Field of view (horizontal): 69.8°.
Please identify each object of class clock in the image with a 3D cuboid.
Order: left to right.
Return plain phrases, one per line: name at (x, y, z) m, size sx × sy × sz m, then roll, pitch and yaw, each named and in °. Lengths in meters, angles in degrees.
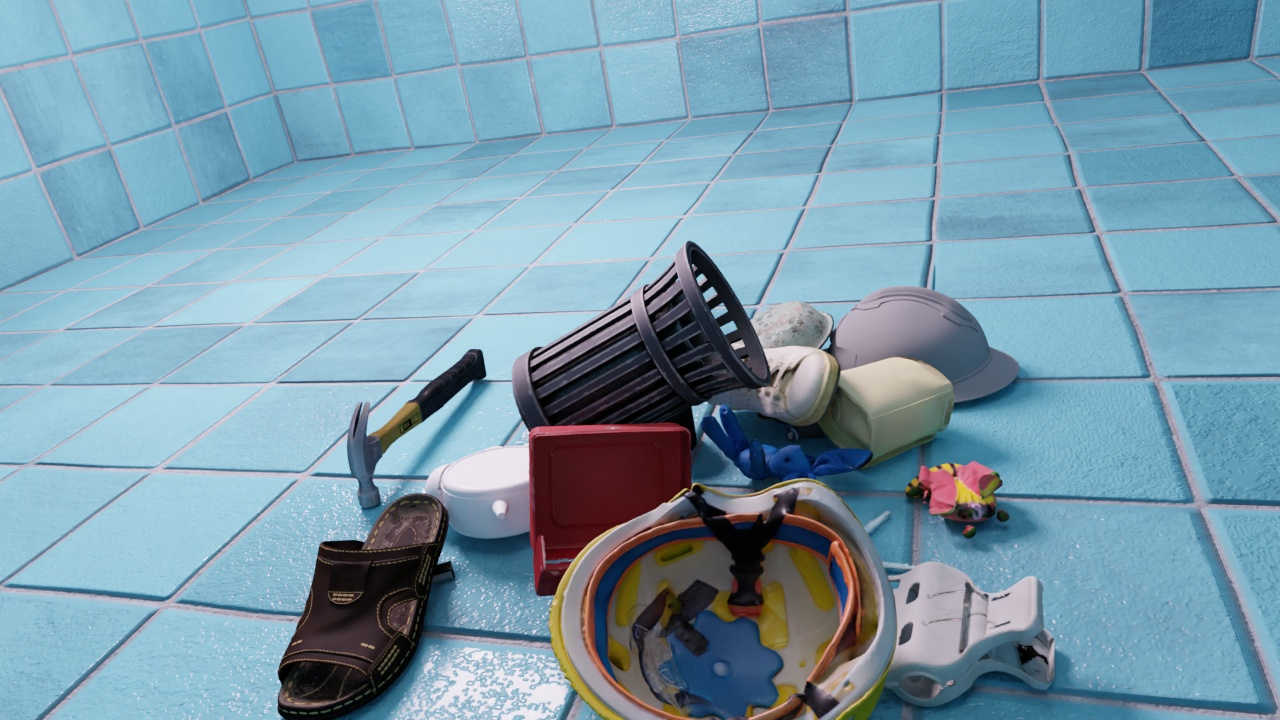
clock at (-0.149, 0.147, 0.991) m, size 0.125 × 0.073 × 0.161 m, roll -20°, pitch 20°, yaw -39°

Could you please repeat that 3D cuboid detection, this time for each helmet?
helmet at (0.065, 0.209, 0.676) m, size 0.240 × 0.140 × 0.208 m, roll -9°, pitch 44°, yaw 5°
helmet at (0.320, -0.036, 1.130) m, size 0.272 × 0.118 × 0.182 m, roll 4°, pitch 28°, yaw 32°

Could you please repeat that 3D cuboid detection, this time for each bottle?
bottle at (0.212, 0.065, 1.054) m, size 0.109 × 0.036 × 0.036 m, roll -24°, pitch 28°, yaw -27°

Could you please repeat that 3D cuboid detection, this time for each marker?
marker at (-0.255, 0.229, 0.911) m, size 0.140 × 0.016 × 0.016 m, roll -15°, pitch 25°, yaw -11°

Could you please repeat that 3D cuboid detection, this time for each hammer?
hammer at (-0.283, 0.058, 1.197) m, size 0.025 × 0.118 × 0.332 m, roll 0°, pitch 21°, yaw 17°

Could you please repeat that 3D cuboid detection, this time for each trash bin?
trash bin at (-0.006, 0.005, 0.951) m, size 0.228 × 0.164 × 0.164 m, roll -29°, pitch 20°, yaw 18°

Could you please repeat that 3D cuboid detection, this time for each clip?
clip at (0.243, 0.210, 0.716) m, size 0.143 × 0.073 × 0.124 m, roll -6°, pitch 27°, yaw 26°

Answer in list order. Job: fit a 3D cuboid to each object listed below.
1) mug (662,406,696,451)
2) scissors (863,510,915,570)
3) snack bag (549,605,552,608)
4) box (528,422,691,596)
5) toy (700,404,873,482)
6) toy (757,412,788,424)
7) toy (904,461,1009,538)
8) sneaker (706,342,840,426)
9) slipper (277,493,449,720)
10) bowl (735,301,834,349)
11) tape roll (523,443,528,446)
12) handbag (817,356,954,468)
mug at (0.019, 0.054, 1.091) m, size 0.078 × 0.088 × 0.113 m, roll -12°, pitch 25°, yaw -3°
scissors at (0.179, 0.184, 0.848) m, size 0.172 × 0.022 × 0.173 m, roll 3°, pitch 23°, yaw 32°
snack bag at (-0.052, 0.206, 0.876) m, size 0.026 × 0.020 × 0.099 m, roll 7°, pitch 30°, yaw 29°
box at (-0.025, 0.127, 0.843) m, size 0.157 × 0.154 × 0.168 m, roll -2°, pitch 61°, yaw -12°
toy at (0.139, 0.107, 0.961) m, size 0.176 × 0.071 × 0.112 m, roll 23°, pitch 42°, yaw 34°
toy at (0.170, 0.023, 1.084) m, size 0.070 × 0.103 × 0.090 m, roll -5°, pitch 35°, yaw -23°
toy at (0.303, 0.127, 0.883) m, size 0.084 × 0.046 × 0.103 m, roll -31°, pitch 24°, yaw -11°
sneaker at (0.122, 0.013, 1.023) m, size 0.102 × 0.088 × 0.242 m, roll 25°, pitch -11°, yaw -23°
slipper at (-0.254, 0.211, 0.853) m, size 0.113 × 0.076 × 0.267 m, roll -1°, pitch 35°, yaw 13°
bowl at (0.172, -0.028, 1.193) m, size 0.158 × 0.038 × 0.157 m, roll -32°, pitch 19°, yaw 12°
tape roll at (-0.105, 0.116, 1.098) m, size 0.093 × 0.013 × 0.093 m, roll -9°, pitch 25°, yaw 4°
handbag at (0.263, 0.047, 1.004) m, size 0.119 × 0.081 × 0.111 m, roll -17°, pitch 37°, yaw -21°
